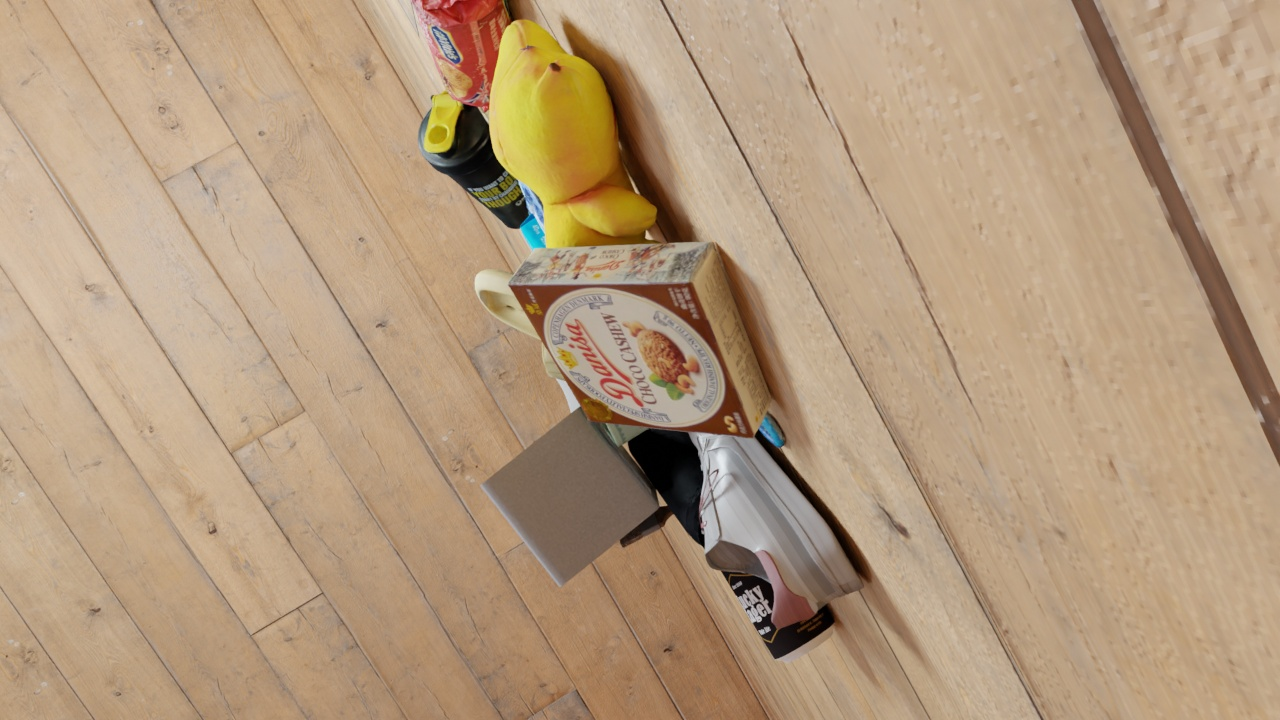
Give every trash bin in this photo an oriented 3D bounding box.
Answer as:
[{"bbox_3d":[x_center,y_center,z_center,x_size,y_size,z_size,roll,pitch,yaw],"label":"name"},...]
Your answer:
[{"bbox_3d":[-0.063,0.127,0.924,0.114,0.114,0.229,51,178,2],"label":"trash bin"}]

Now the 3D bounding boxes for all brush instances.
[{"bbox_3d":[0.041,0.154,0.973,0.008,0.143,0.045,63,-179,-19],"label":"brush"}]

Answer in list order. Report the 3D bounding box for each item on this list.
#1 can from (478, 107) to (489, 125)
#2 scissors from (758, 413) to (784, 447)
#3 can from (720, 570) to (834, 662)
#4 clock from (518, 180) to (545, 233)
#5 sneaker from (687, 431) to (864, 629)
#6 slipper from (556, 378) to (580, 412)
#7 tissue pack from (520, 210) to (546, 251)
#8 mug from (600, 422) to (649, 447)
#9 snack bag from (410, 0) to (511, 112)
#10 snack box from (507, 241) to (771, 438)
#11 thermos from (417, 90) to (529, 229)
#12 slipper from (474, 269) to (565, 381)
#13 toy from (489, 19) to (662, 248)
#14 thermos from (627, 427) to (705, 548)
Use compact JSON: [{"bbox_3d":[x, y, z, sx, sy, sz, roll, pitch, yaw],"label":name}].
[{"bbox_3d":[-0.142,-0.269,0.902,0.086,0.043,0.086,58,173,11],"label":"can"},{"bbox_3d":[0.079,0.030,0.729,0.117,0.013,0.140,54,173,9],"label":"scissors"},{"bbox_3d":[0.135,0.234,0.929,0.128,0.072,0.072,58,173,14],"label":"can"},{"bbox_3d":[-0.076,-0.143,0.926,0.125,0.052,0.089,59,173,5],"label":"clock"},{"bbox_3d":[0.078,0.120,0.751,0.236,0.089,0.099,52,176,48],"label":"sneaker"},{"bbox_3d":[-0.036,0.057,1.115,0.266,0.080,0.113,40,176,10],"label":"slipper"},{"bbox_3d":[-0.079,-0.110,1.049,0.144,0.061,0.093,54,175,47],"label":"tissue pack"},{"bbox_3d":[-0.005,0.005,0.826,0.111,0.104,0.084,61,174,-18],"label":"mug"},{"bbox_3d":[-0.145,-0.278,0.757,0.082,0.082,0.176,58,172,9],"label":"snack bag"},{"bbox_3d":[0.002,-0.013,0.637,0.147,0.041,0.143,3,137,32],"label":"snack box"},{"bbox_3d":[-0.186,-0.237,1.101,0.098,0.098,0.221,57,-175,23],"label":"thermos"},{"bbox_3d":[-0.088,-0.019,1.017,0.261,0.079,0.111,26,159,20],"label":"slipper"},{"bbox_3d":[-0.049,-0.133,0.646,0.134,0.087,0.194,58,175,49],"label":"toy"},{"bbox_3d":[0.061,0.119,0.913,0.086,0.086,0.198,63,172,-31],"label":"thermos"}]
